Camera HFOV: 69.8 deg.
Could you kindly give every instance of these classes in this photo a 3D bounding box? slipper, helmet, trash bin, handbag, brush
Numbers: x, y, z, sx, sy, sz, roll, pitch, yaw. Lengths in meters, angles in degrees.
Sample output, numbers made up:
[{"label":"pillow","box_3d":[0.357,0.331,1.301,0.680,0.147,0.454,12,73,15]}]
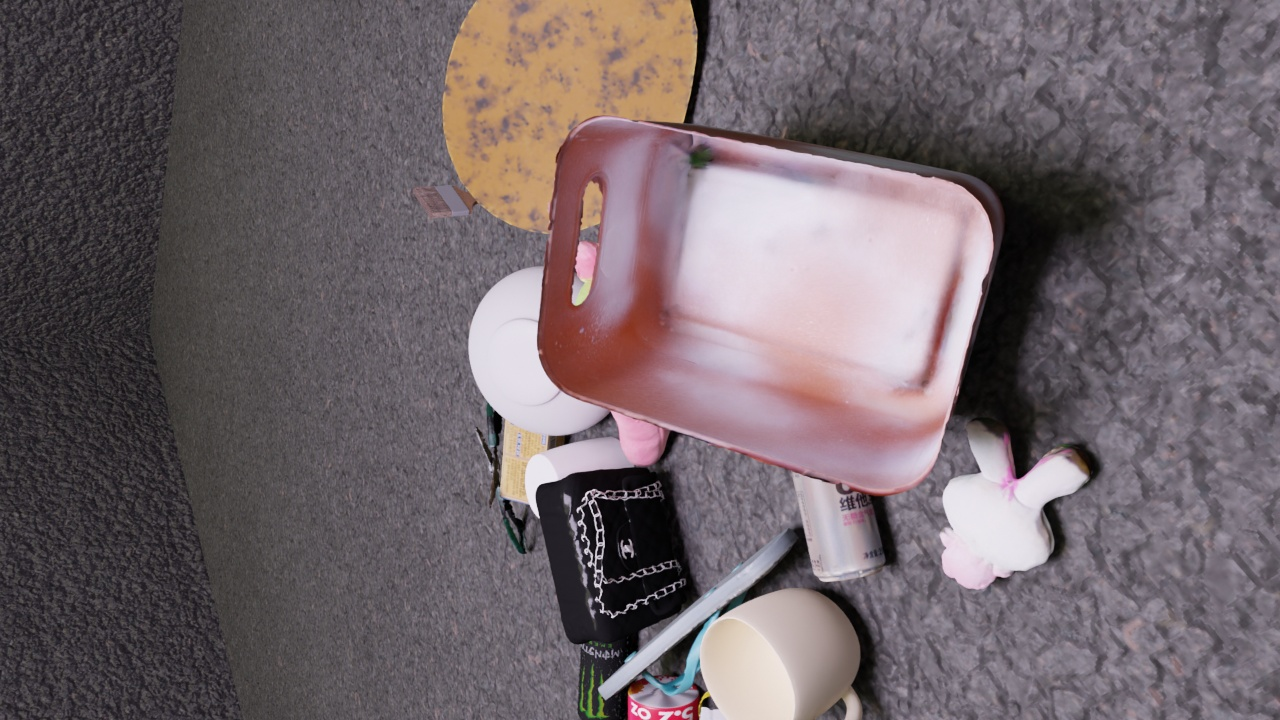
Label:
[{"label":"slipper","box_3d":[0.059,0.234,0.801,0.055,0.098,0.270,47,125,10]},{"label":"helmet","box_3d":[-0.068,-0.252,0.838,0.256,0.205,0.131,-63,17,16]},{"label":"trash bin","box_3d":[0.085,-0.051,0.592,0.260,0.157,0.182,16,110,22]},{"label":"handbag","box_3d":[-0.012,0.170,0.842,0.115,0.124,0.153,-31,71,51]},{"label":"brush","box_3d":[-0.175,-0.177,0.999,0.045,0.142,0.008,52,134,24]}]

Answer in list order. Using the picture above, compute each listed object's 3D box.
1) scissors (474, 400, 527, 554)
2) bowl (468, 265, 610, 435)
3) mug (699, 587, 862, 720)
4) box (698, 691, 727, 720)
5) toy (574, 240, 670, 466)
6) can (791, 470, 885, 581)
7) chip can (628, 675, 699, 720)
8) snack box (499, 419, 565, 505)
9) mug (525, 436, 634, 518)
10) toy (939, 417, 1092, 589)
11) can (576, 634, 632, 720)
[{"label":"scissors","box_3d":[-0.163,0.121,1.089,0.203,0.015,0.202,-96,-5,-47]},{"label":"bowl","box_3d":[-0.102,-0.004,0.921,0.177,0.066,0.177,5,104,19]},{"label":"mug","box_3d":[0.120,0.233,0.696,0.120,0.099,0.096,49,133,30]},{"label":"box","box_3d":[0.093,0.383,0.797,0.067,0.070,0.210,-3,93,33]},{"label":"toy","box_3d":[-0.005,0.005,0.820,0.192,0.096,0.237,-115,11,-52]},{"label":"can","box_3d":[0.142,0.093,0.685,0.054,0.054,0.135,-21,77,52]},{"label":"chip can","box_3d":[0.021,0.419,0.877,0.069,0.069,0.220,10,102,52]},{"label":"snack box","box_3d":[-0.113,0.053,1.007,0.056,0.057,0.207,12,107,17]},{"label":"mug","box_3d":[-0.073,0.125,0.948,0.114,0.087,0.081,-13,84,53]},{"label":"toy","box_3d":[0.229,0.096,0.585,0.079,0.037,0.123,34,121,32]},{"label":"can","box_3d":[-0.037,0.316,0.953,0.054,0.053,0.138,19,110,51]}]
